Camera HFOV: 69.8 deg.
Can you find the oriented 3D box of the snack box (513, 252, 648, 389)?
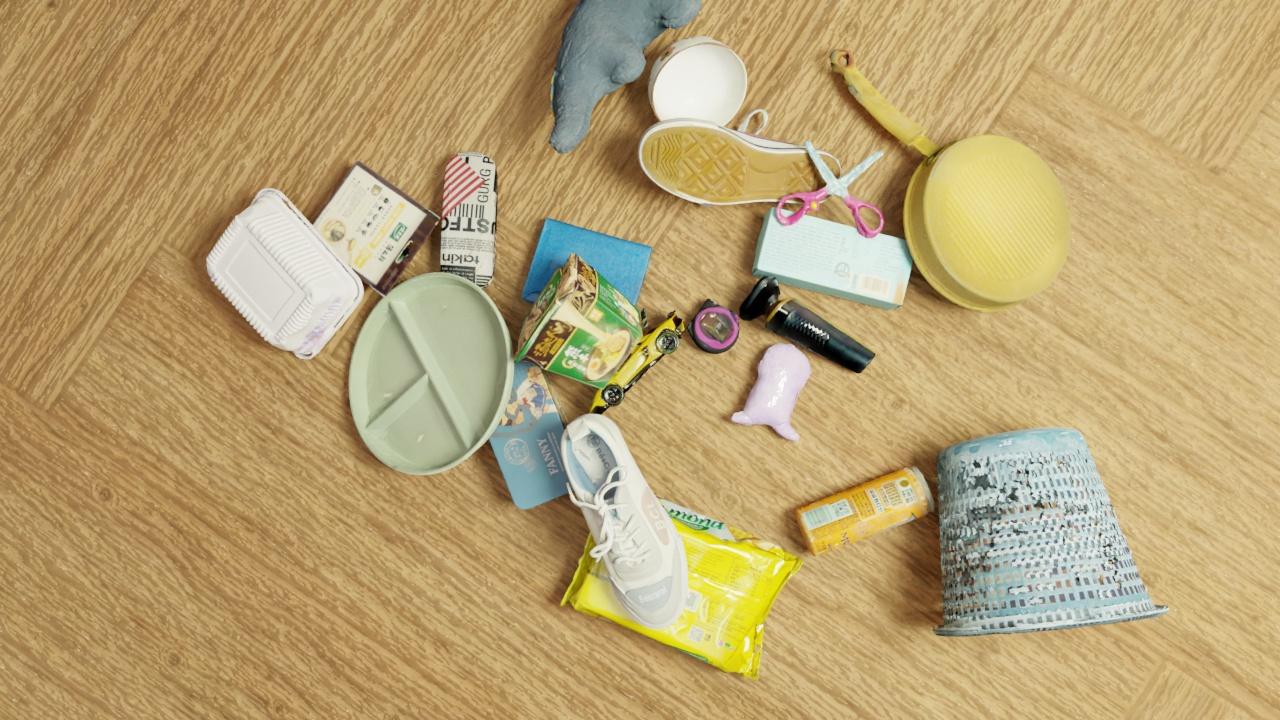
[{"bbox_3d":[-0.063,-0.035,1.003,0.105,0.118,0.118,32,109,-15],"label":"snack box"}]

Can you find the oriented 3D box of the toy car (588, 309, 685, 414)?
[{"bbox_3d":[-0.006,0.006,1.045,0.041,0.071,0.156,45,91,2],"label":"toy car"}]

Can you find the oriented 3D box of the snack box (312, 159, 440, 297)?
[{"bbox_3d":[-0.308,-0.151,1.072,0.125,0.053,0.113,35,90,3],"label":"snack box"}]

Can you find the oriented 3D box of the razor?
[{"bbox_3d":[0.195,-0.037,1.051,0.167,0.067,0.062,30,117,-5],"label":"razor"}]

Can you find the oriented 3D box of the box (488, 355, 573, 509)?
[{"bbox_3d":[-0.126,0.084,1.053,0.090,0.062,0.184,-24,85,2],"label":"box"}]

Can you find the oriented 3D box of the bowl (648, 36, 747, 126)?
[{"bbox_3d":[0.059,-0.321,1.050,0.113,0.113,0.062,-22,45,1],"label":"bowl"}]

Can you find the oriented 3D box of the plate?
[{"bbox_3d":[-0.236,0.015,1.036,0.231,0.027,0.230,-4,80,26],"label":"plate"}]

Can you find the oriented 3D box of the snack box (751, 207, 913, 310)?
[{"bbox_3d":[0.220,-0.115,1.051,0.175,0.051,0.074,15,85,2],"label":"snack box"}]

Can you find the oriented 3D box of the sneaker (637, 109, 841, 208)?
[{"bbox_3d":[0.106,-0.226,1.043,0.240,0.088,0.118,3,111,-17],"label":"sneaker"}]

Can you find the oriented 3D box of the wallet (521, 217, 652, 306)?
[{"bbox_3d":[-0.062,-0.101,1.070,0.133,0.040,0.106,16,84,4],"label":"wallet"}]

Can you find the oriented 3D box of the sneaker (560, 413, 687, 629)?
[{"bbox_3d":[-0.017,0.167,0.963,0.089,0.090,0.242,-24,83,4],"label":"sneaker"}]

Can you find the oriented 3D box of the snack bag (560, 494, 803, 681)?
[{"bbox_3d":[0.042,0.250,1.037,0.246,0.068,0.158,22,89,2],"label":"snack bag"}]

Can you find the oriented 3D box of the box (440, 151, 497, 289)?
[{"bbox_3d":[-0.200,-0.162,1.067,0.072,0.060,0.164,-1,88,19],"label":"box"}]

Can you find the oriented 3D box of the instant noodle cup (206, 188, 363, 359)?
[{"bbox_3d":[-0.417,-0.095,1.049,0.173,0.060,0.138,47,113,2],"label":"instant noodle cup"}]

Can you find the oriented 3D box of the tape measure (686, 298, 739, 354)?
[{"bbox_3d":[0.086,-0.036,1.059,0.058,0.039,0.057,39,89,3],"label":"tape measure"}]

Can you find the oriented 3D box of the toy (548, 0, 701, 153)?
[{"bbox_3d":[-0.016,-0.383,1.035,0.356,0.138,0.091,-54,130,-6],"label":"toy"}]

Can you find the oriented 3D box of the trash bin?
[{"bbox_3d":[0.407,0.179,0.967,0.226,0.227,0.195,-7,75,2],"label":"trash bin"}]

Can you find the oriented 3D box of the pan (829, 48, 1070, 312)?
[{"bbox_3d":[0.336,-0.216,1.033,0.197,0.078,0.357,-38,94,-18],"label":"pan"}]

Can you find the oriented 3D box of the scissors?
[{"bbox_3d":[0.216,-0.185,1.014,0.133,0.017,0.133,-37,93,9],"label":"scissors"}]

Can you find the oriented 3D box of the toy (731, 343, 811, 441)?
[{"bbox_3d":[0.160,0.033,1.055,0.084,0.039,0.108,21,83,-9],"label":"toy"}]

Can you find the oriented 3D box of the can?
[{"bbox_3d":[0.251,0.170,1.036,0.146,0.058,0.058,-21,87,2],"label":"can"}]
